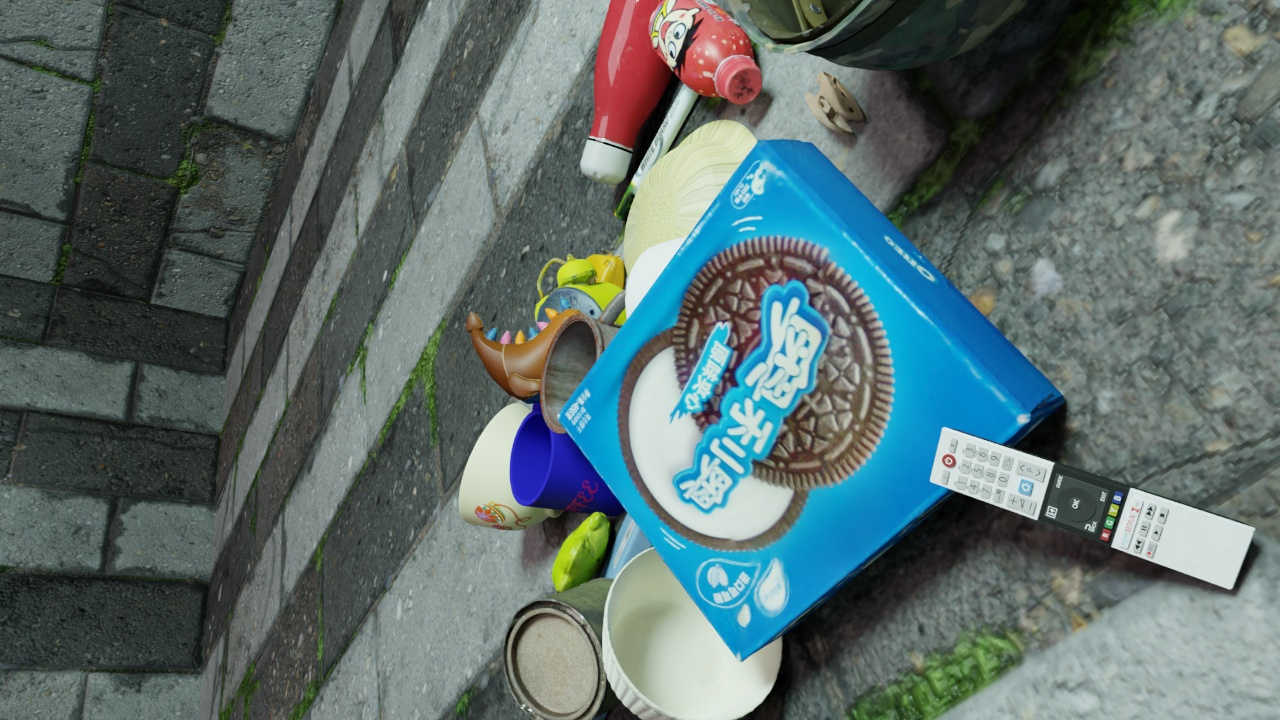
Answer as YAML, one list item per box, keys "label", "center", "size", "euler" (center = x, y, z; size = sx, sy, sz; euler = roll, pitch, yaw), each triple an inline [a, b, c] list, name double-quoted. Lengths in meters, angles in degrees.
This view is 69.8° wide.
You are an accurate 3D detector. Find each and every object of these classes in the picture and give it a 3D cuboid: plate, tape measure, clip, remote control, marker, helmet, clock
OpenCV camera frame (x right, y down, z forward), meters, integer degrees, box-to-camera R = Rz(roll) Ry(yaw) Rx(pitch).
- label: "plate"
  center: [0.028, -0.110, 0.746]
  size: [0.185, 0.036, 0.184]
  euler: [-28, 56, 52]
- label: "tape measure"
  center: [-0.041, -0.069, 0.851]
  size: [0.059, 0.030, 0.068]
  euler: [14, 91, 57]
- label: "clip"
  center: [0.131, -0.175, 0.617]
  size: [0.061, 0.026, 0.049]
  euler: [22, 94, 66]
- label: "remote control"
  center: [0.189, 0.060, 0.395]
  size: [0.124, 0.011, 0.028]
  euler: [19, 114, 31]
- label: "marker"
  center: [0.015, -0.187, 0.814]
  size: [0.147, 0.017, 0.017]
  euler: [-58, 36, 29]
- label: "helmet"
  center: [0.118, -0.264, 0.455]
  size: [0.192, 0.235, 0.225]
  euler: [45, 128, 49]
- label: "clock"
  center: [-0.052, -0.037, 0.791]
  size: [0.119, 0.056, 0.083]
  euler: [50, 129, 15]

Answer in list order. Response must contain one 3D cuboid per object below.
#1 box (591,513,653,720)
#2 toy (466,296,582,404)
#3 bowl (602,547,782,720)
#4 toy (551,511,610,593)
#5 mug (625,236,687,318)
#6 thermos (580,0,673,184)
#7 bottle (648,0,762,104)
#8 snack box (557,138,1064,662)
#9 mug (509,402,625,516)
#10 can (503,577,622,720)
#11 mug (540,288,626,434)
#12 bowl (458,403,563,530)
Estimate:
- label: "box"
  center: [-0.015, 0.197, 0.726]
  size: [0.067, 0.052, 0.210]
  euler: [-102, 35, -72]
- label: "toy"
  center: [-0.089, -0.018, 0.746]
  size: [0.090, 0.103, 0.070]
  euler: [-45, -4, 12]
- label: "bowl"
  center: [0.026, 0.182, 0.585]
  size: [0.063, 0.115, 0.115]
  euler: [115, 150, -49]
- label: "toy"
  center: [-0.047, 0.155, 0.739]
  size: [0.094, 0.036, 0.094]
  euler: [-54, -7, -46]
- label: "mug"
  center: [0.041, -0.029, 0.630]
  size: [0.068, 0.094, 0.115]
  euler: [-4, 68, 41]
- label: "thermos"
  center: [-0.002, -0.276, 0.819]
  size: [0.073, 0.073, 0.240]
  euler: [34, 109, 57]
- label: "bottle"
  center: [0.055, -0.243, 0.726]
  size: [0.062, 0.062, 0.137]
  euler: [-61, 34, 26]
- label: "snack box"
  center: [0.076, 0.029, 0.523]
  size: [0.195, 0.056, 0.240]
  euler: [51, 126, 20]
- label: "mug"
  center: [-0.057, 0.073, 0.773]
  size: [0.079, 0.083, 0.111]
  euler: [-46, 43, 41]
- label: "can"
  center: [-0.041, 0.206, 0.649]
  size: [0.090, 0.074, 0.090]
  euler: [0, 91, 33]
- label: "mug"
  center: [-0.004, 0.004, 0.692]
  size: [0.096, 0.110, 0.123]
  euler: [45, 118, 49]
- label: "bowl"
  center: [-0.100, 0.107, 0.832]
  size: [0.074, 0.117, 0.118]
  euler: [21, 99, 16]
